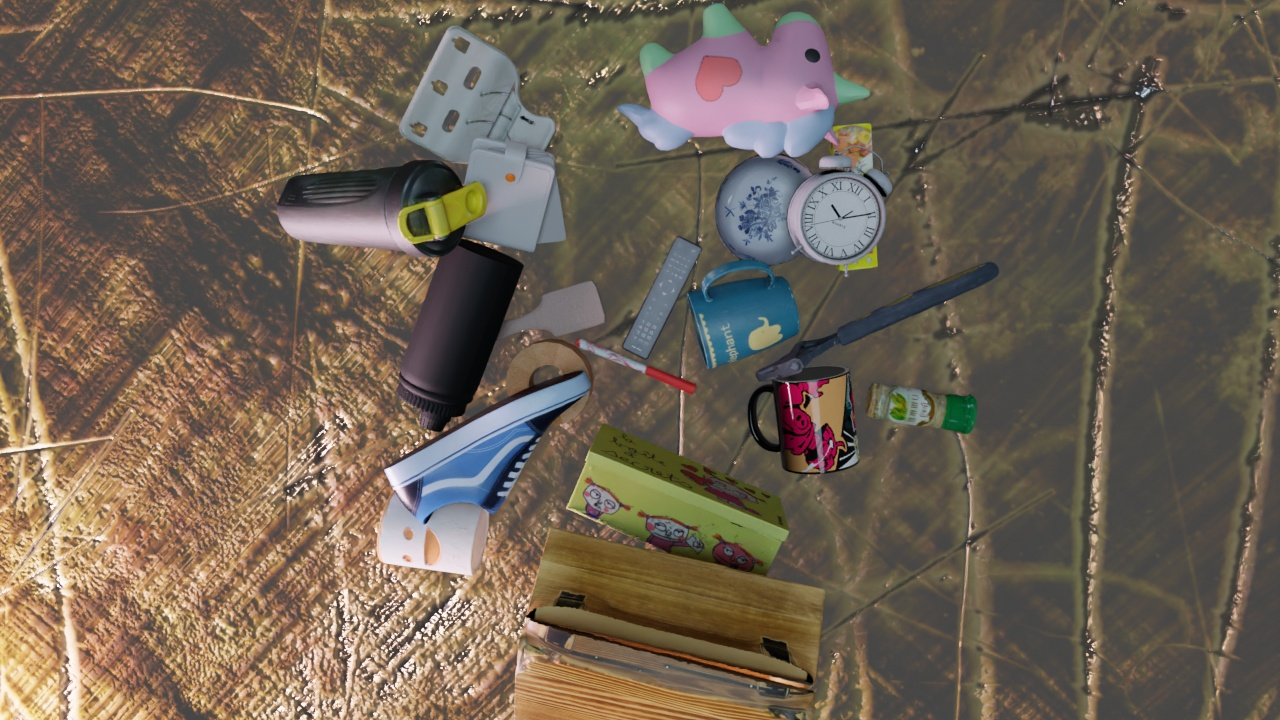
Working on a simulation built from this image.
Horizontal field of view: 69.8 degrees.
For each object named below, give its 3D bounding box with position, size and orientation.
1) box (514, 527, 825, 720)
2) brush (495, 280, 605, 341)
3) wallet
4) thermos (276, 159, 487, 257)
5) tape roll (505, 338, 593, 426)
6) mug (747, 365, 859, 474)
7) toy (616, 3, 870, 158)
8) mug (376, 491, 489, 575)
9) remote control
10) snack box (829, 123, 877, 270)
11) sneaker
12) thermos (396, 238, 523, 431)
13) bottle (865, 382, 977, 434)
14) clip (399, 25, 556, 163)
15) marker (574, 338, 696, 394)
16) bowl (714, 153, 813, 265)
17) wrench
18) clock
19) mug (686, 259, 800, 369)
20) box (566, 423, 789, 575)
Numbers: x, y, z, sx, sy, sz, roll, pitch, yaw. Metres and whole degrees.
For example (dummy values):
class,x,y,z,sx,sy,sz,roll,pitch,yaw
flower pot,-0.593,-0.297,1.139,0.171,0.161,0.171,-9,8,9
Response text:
class,x,y,z,sx,sy,sz,roll,pitch,yaw
box,0.021,0.313,0.916,0.279,0.252,0.191,13,56,4
brush,-0.106,-0.048,1.012,0.136,0.015,0.050,-15,97,13
wallet,-0.127,-0.168,0.956,0.115,0.037,0.119,11,129,-13
thermos,-0.269,-0.153,0.933,0.221,0.098,0.098,6,101,29
tape roll,-0.100,0.024,1.015,0.094,0.027,0.094,1,100,5
mug,0.170,0.062,0.978,0.118,0.081,0.098,-3,100,33
toy,0.094,-0.259,0.904,0.222,0.120,0.171,-27,76,12
mug,-0.230,0.193,1.027,0.105,0.082,0.082,8,100,3
remote control,0.023,-0.068,0.995,0.032,0.015,0.136,27,98,0
snack box,0.221,-0.169,0.953,0.040,0.029,0.148,-4,99,6
sneaker,-0.145,0.098,0.972,0.241,0.083,0.098,-29,97,7
thermos,-0.200,-0.025,0.986,0.086,0.086,0.199,22,101,1
bottle,0.298,0.049,0.977,0.111,0.043,0.043,9,100,4
clip,-0.163,-0.262,0.968,0.152,0.101,0.126,24,103,-29
marker,-0.006,0.006,1.011,0.142,0.012,0.013,22,100,1
bowl,0.129,-0.157,0.951,0.114,0.045,0.114,-1,102,-5
wrench,0.245,-0.041,0.958,0.273,0.073,0.022,-24,97,2
clock,0.201,-0.153,0.916,0.094,0.035,0.123,21,100,-10
mug,0.106,-0.055,0.948,0.104,0.084,0.112,-15,132,1
box,0.039,0.151,0.978,0.221,0.124,0.079,25,100,2
